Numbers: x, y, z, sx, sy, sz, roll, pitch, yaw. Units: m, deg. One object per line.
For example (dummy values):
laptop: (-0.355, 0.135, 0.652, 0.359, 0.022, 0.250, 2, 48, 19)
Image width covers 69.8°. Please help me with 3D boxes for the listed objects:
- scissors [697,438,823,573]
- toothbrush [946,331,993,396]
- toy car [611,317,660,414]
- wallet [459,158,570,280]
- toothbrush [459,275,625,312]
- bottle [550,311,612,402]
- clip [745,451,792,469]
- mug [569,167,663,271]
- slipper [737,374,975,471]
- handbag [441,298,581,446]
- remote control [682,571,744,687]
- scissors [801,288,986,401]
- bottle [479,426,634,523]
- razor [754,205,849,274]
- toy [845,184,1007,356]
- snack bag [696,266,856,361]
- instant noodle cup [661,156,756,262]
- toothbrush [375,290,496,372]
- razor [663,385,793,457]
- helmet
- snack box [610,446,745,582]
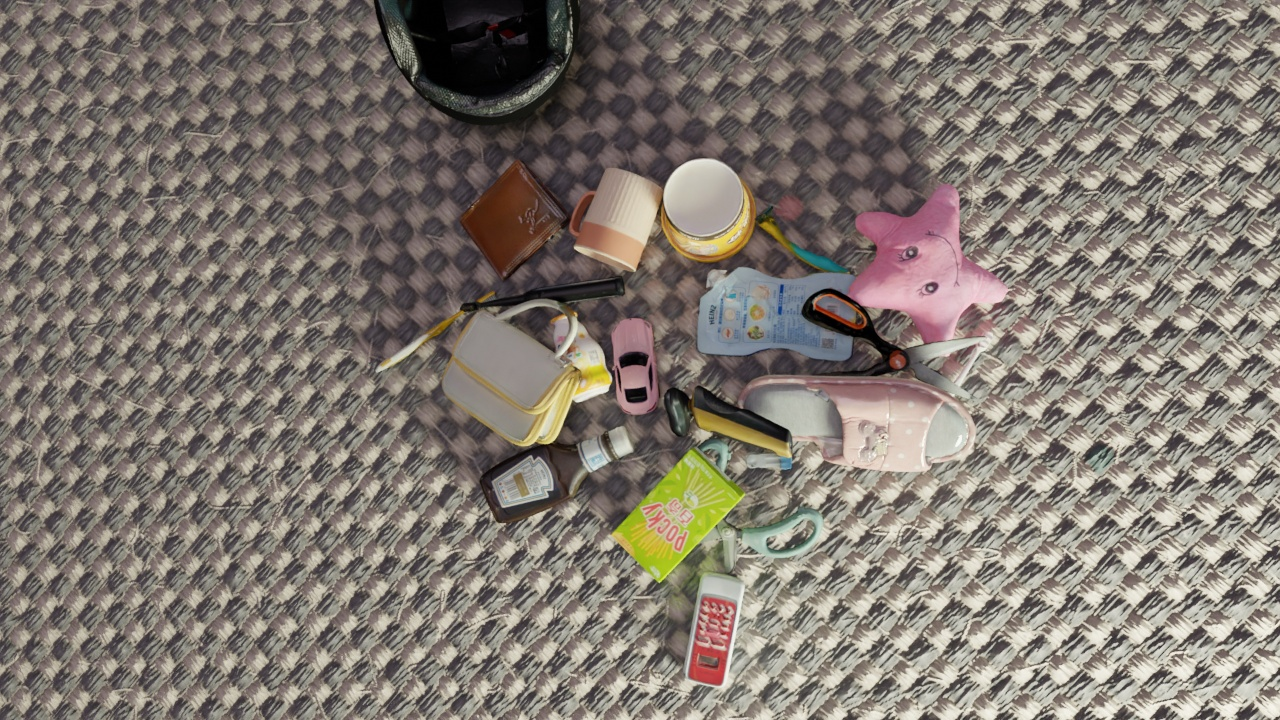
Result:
scissors: (0.128, 0.171, 1.116, 0.171, 0.019, 0.170, -14, 95, 17)
toothbrush: (0.369, 0.042, 1.095, 0.016, 0.016, 0.180, 33, 94, 12)
toy car: (-0.007, 0.007, 1.146, 0.056, 0.037, 0.122, -6, 86, 7)
wallet: (-0.162, -0.179, 1.174, 0.125, 0.032, 0.101, -41, 86, 17)
toothbrush: (-0.126, -0.081, 1.167, 0.213, 0.027, 0.026, -8, 104, 5)
bottle: (-0.078, -0.005, 1.144, 0.063, 0.063, 0.108, -21, 84, 7)
clip: (0.157, 0.122, 1.126, 0.058, 0.036, 0.025, -3, 89, 5)
mug: (-0.037, -0.178, 1.143, 0.115, 0.081, 0.106, 21, 89, 39)
slipper: (0.247, 0.072, 1.072, 0.275, 0.054, 0.114, 8, 120, 14)
handbag: (-0.151, -0.002, 1.119, 0.163, 0.063, 0.179, 32, 107, 23)
remote control: (0.090, 0.330, 1.125, 0.056, 0.020, 0.136, 11, 90, 10)
scissors: (0.277, -0.006, 1.072, 0.221, 0.021, 0.228, -35, 100, 26)
bottle: (-0.102, 0.137, 1.152, 0.195, 0.044, 0.080, -25, 84, 6)
razor: (0.198, -0.140, 1.124, 0.132, 0.043, 0.028, 36, 118, 4)
toy: (0.326, -0.097, 1.077, 0.178, 0.074, 0.194, -23, 85, 0)
snack bag: (0.166, -0.057, 1.120, 0.191, 0.038, 0.110, 4, 99, 9)
instant noodle cup: (0.079, -0.185, 1.101, 0.118, 0.114, 0.118, 0, 87, 8)
toothbrush: (-0.267, -0.034, 1.199, 0.191, 0.016, 0.018, -33, 92, 6)
razor: (0.104, 0.078, 1.094, 0.167, 0.062, 0.067, 20, 84, 24)
helmet: (-0.191, -0.416, 1.096, 0.233, 0.230, 0.274, -7, 87, -6)
snack box: (0.045, 0.188, 1.119, 0.086, 0.026, 0.157, 44, 108, 9)
